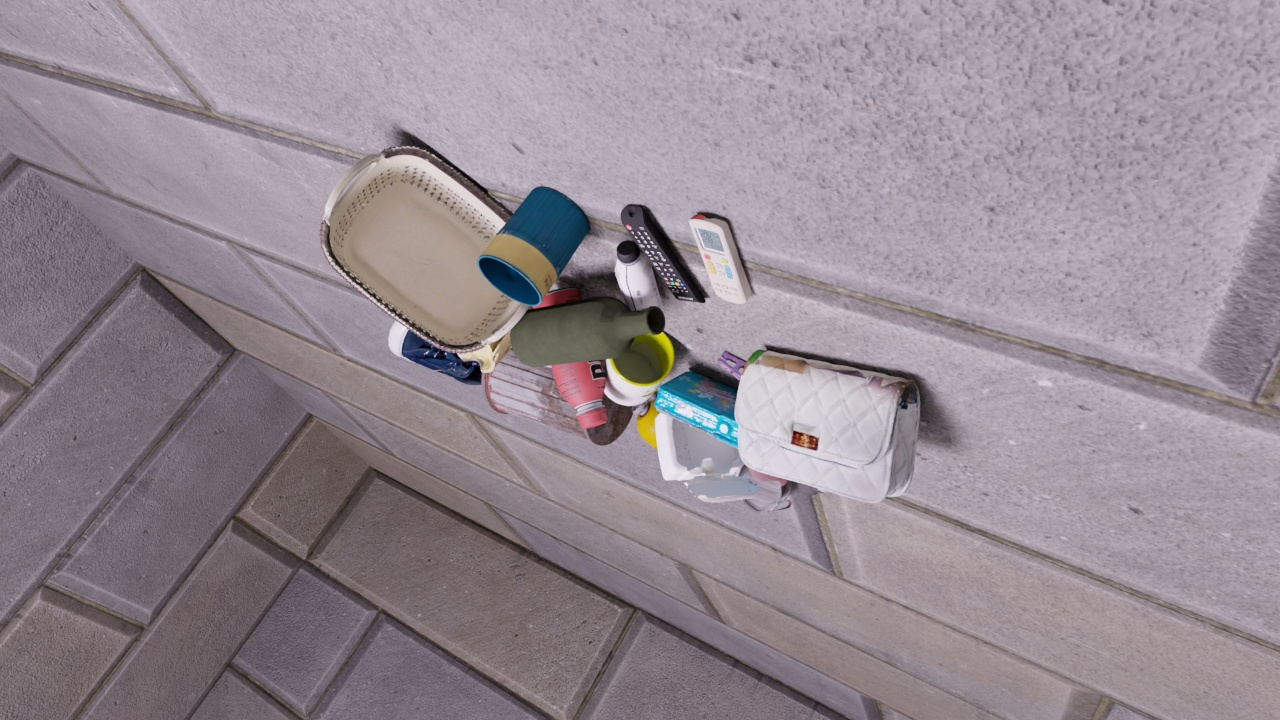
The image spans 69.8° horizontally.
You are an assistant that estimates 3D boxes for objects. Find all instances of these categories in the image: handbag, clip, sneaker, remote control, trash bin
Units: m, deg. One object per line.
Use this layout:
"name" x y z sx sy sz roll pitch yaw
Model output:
"handbag" 0.195 0.070 0.983 0.195 0.139 0.072 11 -167 40
"clip" 0.115 0.010 1.095 0.051 0.033 0.013 30 160 9
"sneaker" -0.295 -0.016 1.464 0.127 0.120 0.294 35 173 16
"sneaker" 0.168 0.173 1.287 0.099 0.089 0.236 26 158 17
"remote control" 0.025 -0.108 0.972 0.033 0.015 0.147 11 151 43
"handbag" -0.198 -0.055 1.262 0.081 0.119 0.111 27 155 9
"trash bin" -0.125 0.037 1.345 0.211 0.130 0.131 16 154 32
"remote control" 0.080 -0.100 0.912 0.038 0.018 0.126 19 155 31

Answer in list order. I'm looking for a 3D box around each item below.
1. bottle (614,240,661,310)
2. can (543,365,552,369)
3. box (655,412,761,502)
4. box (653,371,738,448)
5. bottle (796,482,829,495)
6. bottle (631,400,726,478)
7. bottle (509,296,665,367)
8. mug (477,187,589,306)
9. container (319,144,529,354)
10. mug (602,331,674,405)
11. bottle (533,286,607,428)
"bottle" -0.005 -0.090 1.018 0.041 0.041 0.116 23 157 23
"can" -0.114 -0.035 1.230 0.086 0.086 0.043 32 159 0
"box" 0.087 0.131 1.185 0.111 0.188 0.101 -5 141 -12
"box" 0.134 0.078 1.132 0.227 0.094 0.039 24 114 22
"bottle" 0.246 0.157 1.218 0.036 0.036 0.110 35 159 -8
"bottle" 0.057 0.112 1.340 0.164 0.071 0.071 39 158 -17
"bottle" -0.059 -0.034 1.047 0.207 0.071 0.071 -6 138 42
"mug" -0.123 -0.124 1.020 0.083 0.107 0.114 36 159 -14
"container" -0.252 -0.128 1.109 0.251 0.184 0.143 39 170 -12
"mug" -0.007 0.007 1.179 0.082 0.082 0.106 32 160 0
"bottle" -0.083 -0.001 1.163 0.062 0.062 0.176 144 110 -68
